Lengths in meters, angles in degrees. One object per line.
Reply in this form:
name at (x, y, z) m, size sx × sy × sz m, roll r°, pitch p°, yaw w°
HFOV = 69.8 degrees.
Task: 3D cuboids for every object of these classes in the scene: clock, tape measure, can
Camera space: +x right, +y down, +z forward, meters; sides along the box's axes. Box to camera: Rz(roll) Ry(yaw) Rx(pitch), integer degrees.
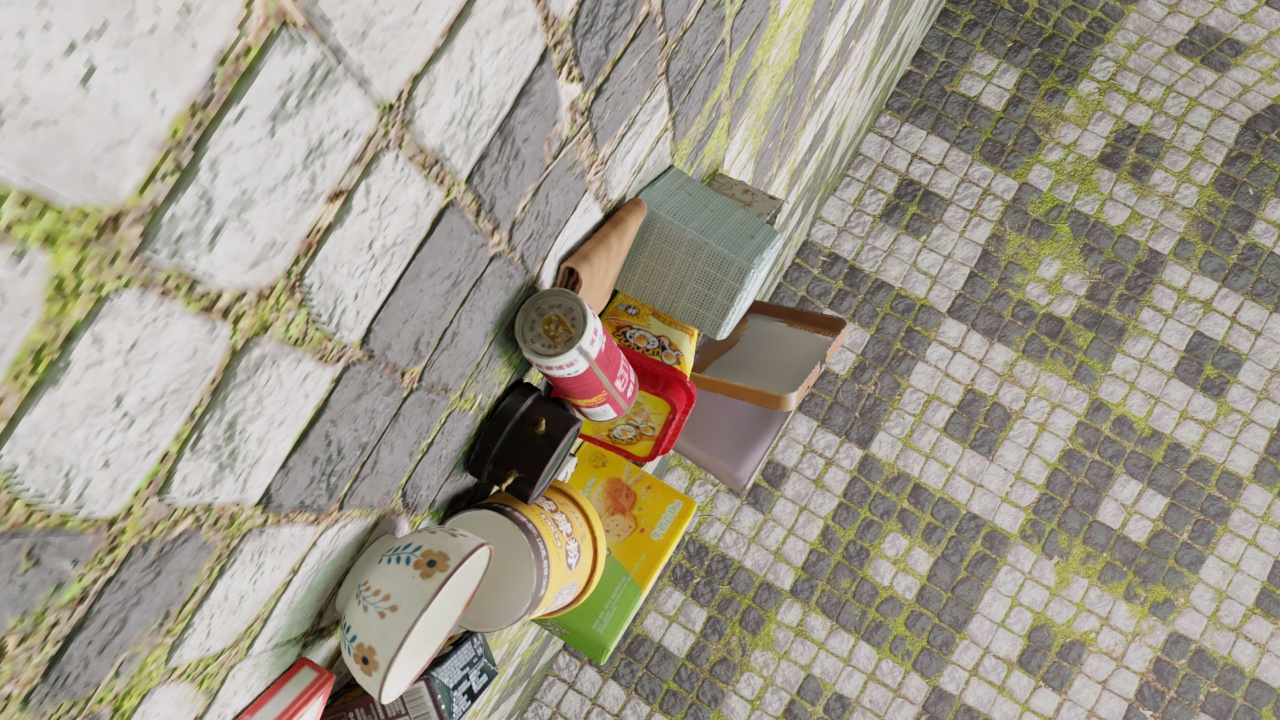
clock at (-0.083, 0.063, 0.696) m, size 0.082 × 0.055 × 0.122 m, roll -60°, pitch 173°, yaw 0°
tape measure at (-0.091, 0.115, 0.908) m, size 0.065 × 0.033 × 0.066 m, roll -59°, pitch 172°, yaw -15°
can at (-0.041, -0.001, 0.635) m, size 0.053 × 0.053 × 0.133 m, roll -58°, pitch 158°, yaw -11°

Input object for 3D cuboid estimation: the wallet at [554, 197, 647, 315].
wallet at (-0.038, -0.054, 0.681) m, size 0.101 × 0.020 × 0.116 m, roll -51°, pitch 170°, yaw -44°

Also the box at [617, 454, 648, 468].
box at (-0.006, 0.104, 1.162) m, size 0.089 × 0.060 × 0.185 m, roll -43°, pitch 179°, yaw -45°

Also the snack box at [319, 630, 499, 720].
snack box at (-0.178, 0.250, 0.663) m, size 0.126 × 0.053 × 0.113 m, roll -21°, pitch 178°, yaw 8°

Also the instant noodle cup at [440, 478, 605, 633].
instant noodle cup at (-0.102, 0.156, 0.730) m, size 0.118 × 0.118 × 0.114 m, roll -61°, pitch 163°, yaw 8°

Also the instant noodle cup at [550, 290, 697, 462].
instant noodle cup at (-0.005, 0.005, 0.803) m, size 0.116 × 0.116 × 0.123 m, roll 112°, pitch 1°, yaw -46°

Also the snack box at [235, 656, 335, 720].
snack box at (-0.237, 0.258, 0.562) m, size 0.153 × 0.025 × 0.075 m, roll -63°, pitch 172°, yaw 27°

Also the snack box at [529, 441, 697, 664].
snack box at (-0.052, 0.215, 1.057) m, size 0.209 × 0.158 × 0.070 m, roll -54°, pitch 168°, yaw -32°

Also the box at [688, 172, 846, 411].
box at (0.113, -0.058, 0.918) m, size 0.182 × 0.193 × 0.157 m, roll -49°, pitch 160°, yaw -48°

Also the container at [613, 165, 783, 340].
container at (0.045, -0.084, 0.746) m, size 0.089 × 0.111 × 0.090 m, roll -49°, pitch 166°, yaw -51°

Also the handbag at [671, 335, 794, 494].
handbag at (0.069, 0.041, 1.034) m, size 0.145 × 0.197 × 0.098 m, roll -58°, pitch 171°, yaw -7°

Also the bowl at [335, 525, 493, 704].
bowl at (-0.150, 0.149, 0.576) m, size 0.113 × 0.062 × 0.113 m, roll -58°, pitch 170°, yaw -16°
